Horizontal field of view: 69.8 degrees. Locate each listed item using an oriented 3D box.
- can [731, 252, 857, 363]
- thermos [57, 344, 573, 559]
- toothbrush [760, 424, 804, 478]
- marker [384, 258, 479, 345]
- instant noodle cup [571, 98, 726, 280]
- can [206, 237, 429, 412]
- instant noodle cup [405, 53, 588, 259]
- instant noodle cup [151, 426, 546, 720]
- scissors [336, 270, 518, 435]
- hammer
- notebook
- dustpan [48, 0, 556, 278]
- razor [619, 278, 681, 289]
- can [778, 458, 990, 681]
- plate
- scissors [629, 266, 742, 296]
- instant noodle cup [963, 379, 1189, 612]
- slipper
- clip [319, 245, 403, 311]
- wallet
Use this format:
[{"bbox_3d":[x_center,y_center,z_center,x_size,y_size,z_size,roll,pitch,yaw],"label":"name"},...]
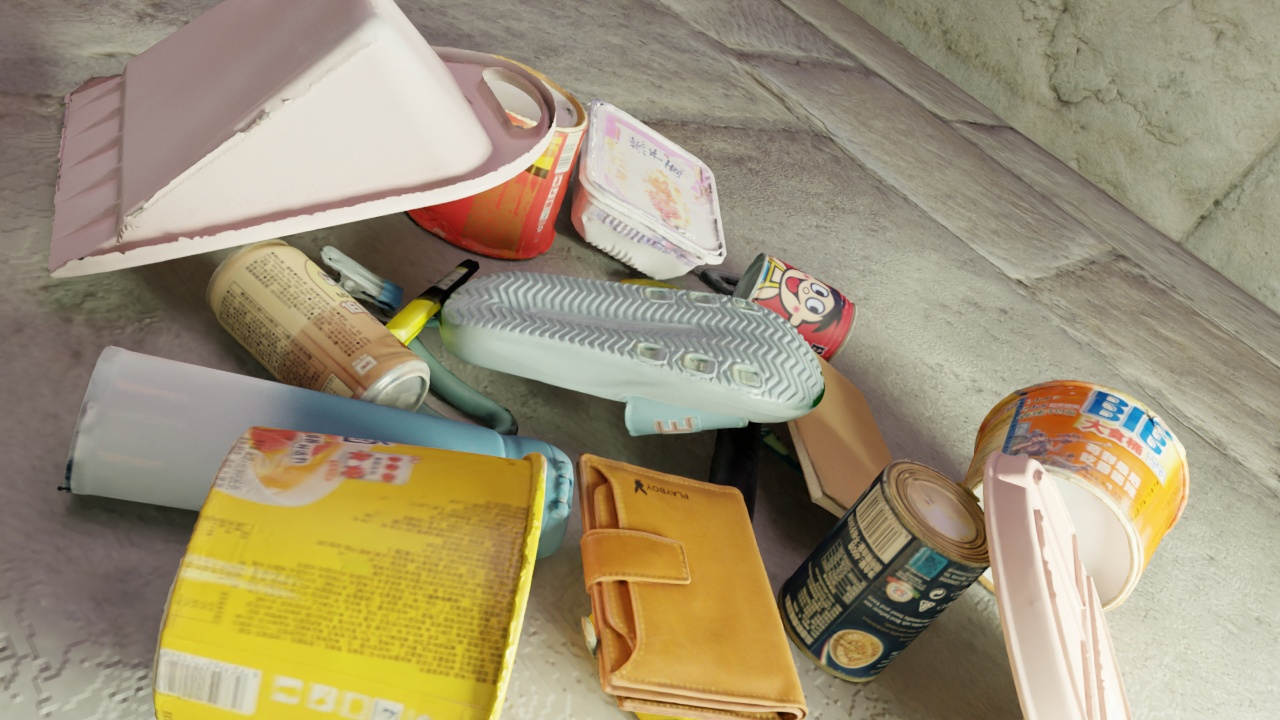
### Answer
[{"bbox_3d":[0.130,-0.043,0.783,0.094,0.067,0.066,26,32,-8],"label":"can"},{"bbox_3d":[-0.136,0.050,0.427,0.220,0.070,0.070,15,35,-23],"label":"thermos"},{"bbox_3d":[0.091,0.051,0.666,0.191,0.018,0.016,43,32,18],"label":"toothbrush"},{"bbox_3d":[-0.128,-0.038,0.574,0.018,0.015,0.123,-1,26,15],"label":"marker"},{"bbox_3d":[-0.002,-0.140,0.786,0.138,0.060,0.173,27,32,-21],"label":"instant noodle cup"},{"bbox_3d":[-0.171,-0.010,0.489,0.116,0.059,0.058,40,32,13],"label":"can"},{"bbox_3d":[-0.108,-0.161,0.708,0.138,0.109,0.137,22,32,-15],"label":"instant noodle cup"},{"bbox_3d":[-0.106,0.089,0.344,0.109,0.138,0.137,14,34,-10],"label":"instant noodle cup"},{"bbox_3d":[-0.119,-0.002,0.563,0.170,0.019,0.180,12,37,-31],"label":"scissors"},{"bbox_3d":[0.051,0.097,0.541,0.129,0.033,0.299,27,35,-7],"label":"hammer"},{"bbox_3d":[0.150,0.057,0.674,0.149,0.012,0.211,36,26,-29],"label":"notebook"},{"bbox_3d":[-0.198,-0.135,0.561,0.139,0.273,0.222,54,6,-47],"label":"dustpan"},{"bbox_3d":[0.044,-0.038,0.746,0.132,0.028,0.043,27,35,-4],"label":"razor"},{"bbox_3d":[0.139,0.119,0.521,0.075,0.111,0.075,22,33,-15],"label":"can"},{"bbox_3d":[0.238,0.160,0.507,0.229,0.028,0.229,39,42,-47],"label":"plate"},{"bbox_3d":[0.033,-0.095,0.827,0.181,0.014,0.159,21,33,-13],"label":"scissors"},{"bbox_3d":[0.300,0.103,0.656,0.151,0.152,0.111,40,41,14],"label":"instant noodle cup"},{"bbox_3d":[-0.003,0.003,0.573,0.245,0.074,0.103,10,33,-6],"label":"slipper"},{"bbox_3d":[-0.171,-0.046,0.554,0.056,0.027,0.024,25,30,-22],"label":"clip"},{"bbox_3d":[0.014,0.108,0.445,0.119,0.035,0.130,20,36,-26],"label":"wallet"}]
